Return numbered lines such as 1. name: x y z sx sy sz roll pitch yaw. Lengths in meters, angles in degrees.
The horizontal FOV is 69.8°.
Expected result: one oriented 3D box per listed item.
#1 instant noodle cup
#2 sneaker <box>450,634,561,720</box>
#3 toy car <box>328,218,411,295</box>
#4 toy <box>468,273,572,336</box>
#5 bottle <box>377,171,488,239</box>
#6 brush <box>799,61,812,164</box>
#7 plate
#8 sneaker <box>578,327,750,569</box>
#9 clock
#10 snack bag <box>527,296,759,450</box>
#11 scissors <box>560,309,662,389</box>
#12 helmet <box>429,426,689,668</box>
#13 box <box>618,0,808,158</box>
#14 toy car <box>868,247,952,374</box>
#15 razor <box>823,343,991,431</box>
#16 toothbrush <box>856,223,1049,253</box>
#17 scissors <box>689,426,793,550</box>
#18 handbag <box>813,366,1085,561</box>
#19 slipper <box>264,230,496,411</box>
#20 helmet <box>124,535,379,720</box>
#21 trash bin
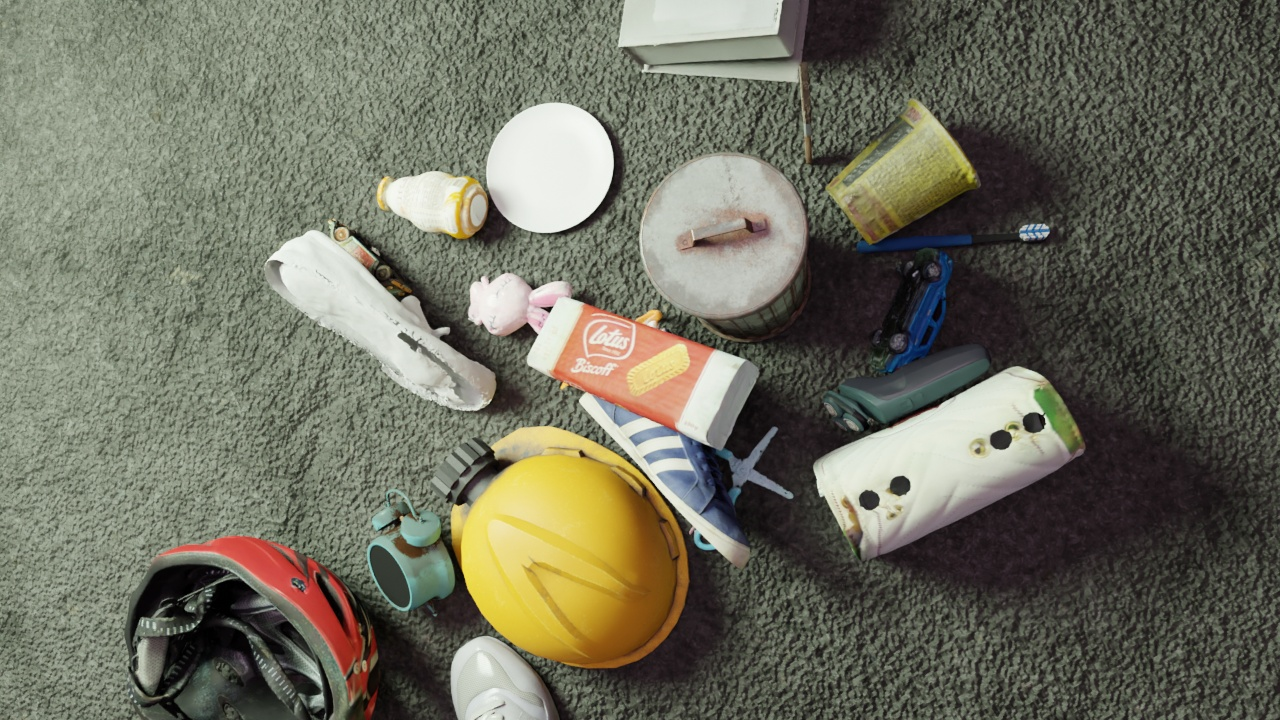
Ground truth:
1. instant noodle cup: 0.231 -0.162 0.823 0.108 0.102 0.102 -37 78 16
2. sneaker: -0.116 0.369 0.830 0.089 0.124 0.239 -33 79 7
3. toy car: -0.291 -0.098 0.954 0.112 0.047 0.047 42 92 13
4. toy: -0.122 -0.054 0.913 0.110 0.047 0.063 6 94 10
5. bottle: -0.213 -0.162 0.936 0.108 0.063 0.063 13 88 15
6. brush: 0.149 -0.207 0.816 0.008 0.143 0.045 -4 75 11
7. plate: -0.092 -0.195 0.937 0.135 0.011 0.134 -1 84 13
8. sneaker: 0.055 0.065 0.824 0.118 0.091 0.233 -46 51 0
9. clock: -0.224 0.184 0.887 0.090 0.053 0.124 5 112 43
10. snack bag: -0.005 0.005 0.808 0.225 0.041 0.077 21 82 37
11. scissors: -0.031 -0.003 0.884 0.130 0.070 0.013 -36 106 16
12. helmet: -0.082 0.176 0.839 0.255 0.131 0.205 40 93 12
13. box: 0.106 -0.352 1.013 0.172 0.403 0.168 7 87 14
14. toy car: 0.246 -0.042 0.826 0.043 0.056 0.120 20 95 -8
15. razor: 0.230 0.022 0.792 0.143 0.047 0.052 -25 36 17
16. toothbrush: 0.285 -0.110 0.842 0.168 0.014 0.014 -3 73 12
17. scissors: 0.076 0.108 0.871 0.135 0.015 0.135 37 89 14
18. handbag: 0.250 0.086 0.768 0.199 0.142 0.096 -27 77 8
19. slipper: -0.246 -0.036 0.901 0.247 0.112 0.074 37 67 -7
20. helmet: -0.359 0.278 0.871 0.272 0.166 0.218 23 104 19
21. trash bin: 0.081 -0.088 0.784 0.131 0.211 0.130 -1 84 12
